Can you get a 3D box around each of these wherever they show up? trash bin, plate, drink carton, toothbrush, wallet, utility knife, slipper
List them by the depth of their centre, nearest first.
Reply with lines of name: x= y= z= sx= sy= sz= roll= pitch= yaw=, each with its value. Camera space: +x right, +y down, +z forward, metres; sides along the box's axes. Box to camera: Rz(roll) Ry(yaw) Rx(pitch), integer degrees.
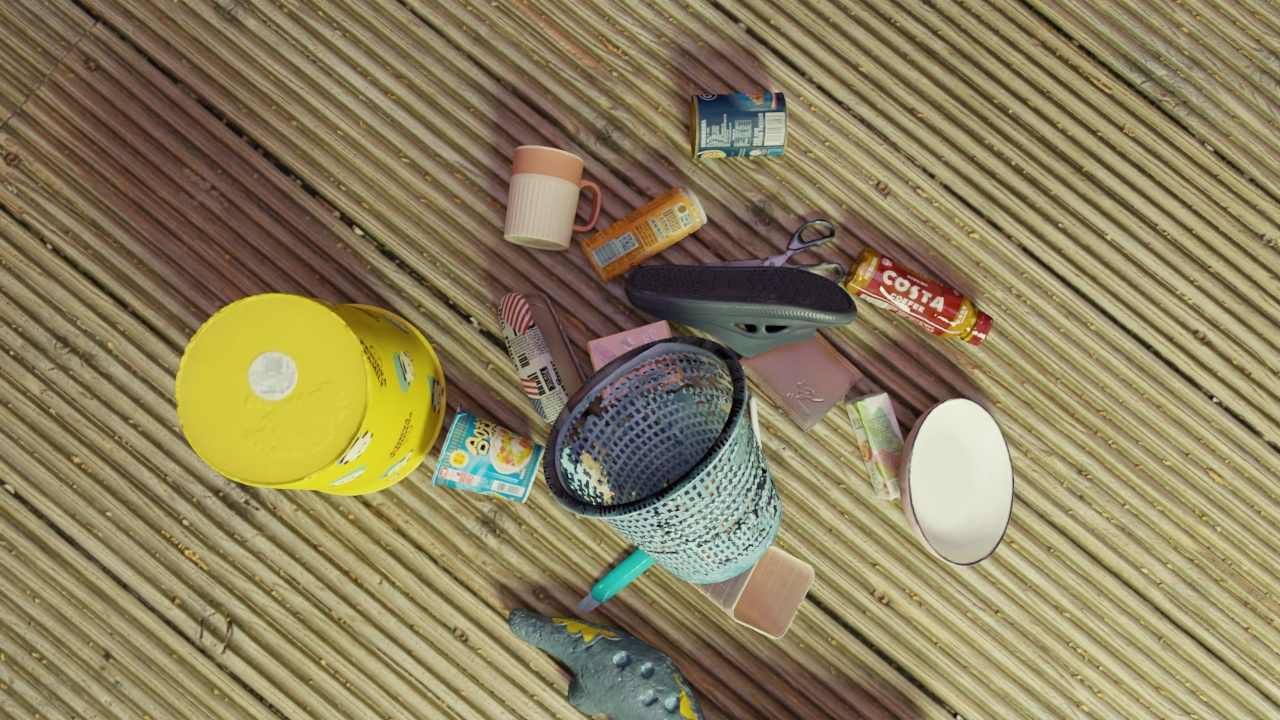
trash bin: x=0.043 y=0.121 z=0.958 sx=0.226 sy=0.226 sz=0.195 roll=-38 pitch=126 yaw=-4
trash bin: x=-0.345 y=0.037 z=0.976 sx=0.229 sy=0.255 sz=0.229 roll=0 pitch=86 yaw=-1
plate: x=0.359 y=0.139 z=1.060 sx=0.192 sy=0.039 sz=0.192 roll=4 pitch=82 yaw=-34
slipper: x=0.115 y=-0.058 z=1.077 sx=0.268 sy=0.110 sz=0.083 roll=6 pitch=122 yaw=9
drink carton: x=0.287 y=0.100 z=1.086 sx=0.045 sy=0.053 sz=0.122 roll=-18 pitch=87 yaw=-4
utility knife: x=-0.007 y=0.241 z=1.089 sx=0.174 sy=0.013 sz=0.029 roll=-40 pitch=85 yaw=0
toothbrush: x=0.140 y=0.131 z=1.100 sx=0.016 sy=0.016 sz=0.180 roll=-5 pitch=87 yaw=4
wallet: x=0.189 y=0.012 z=1.102 sx=0.124 sy=0.032 sz=0.101 roll=44 pitch=89 yaw=3

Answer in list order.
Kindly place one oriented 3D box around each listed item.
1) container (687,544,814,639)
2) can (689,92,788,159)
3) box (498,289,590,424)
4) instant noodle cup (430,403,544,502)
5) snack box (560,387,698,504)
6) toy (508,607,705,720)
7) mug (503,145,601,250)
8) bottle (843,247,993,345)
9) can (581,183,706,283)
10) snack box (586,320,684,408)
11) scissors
container: x=0.116 y=0.240 z=1.033 sx=0.090 sy=0.111 sz=0.090 roll=32 pitch=84 yaw=-33
can: x=0.118 y=-0.281 z=1.099 sx=0.111 sy=0.075 sz=0.075 roll=-2 pitch=86 yaw=-2
box: x=-0.120 y=-0.004 z=1.069 sx=0.076 sy=0.086 sz=0.163 roll=-23 pitch=89 yaw=8
instant noodle cup: x=-0.173 y=0.115 z=1.058 sx=0.110 sy=0.099 sz=0.099 roll=20 pitch=85 yaw=-7
snack box: x=-0.006 y=0.102 z=1.079 sx=0.175 sy=0.051 sz=0.074 roll=-27 pitch=88 yaw=-3
toy: x=-0.003 y=0.401 z=1.040 sx=0.138 sy=0.091 sz=0.356 roll=-38 pitch=85 yaw=9
mug: x=-0.102 y=-0.188 z=1.092 sx=0.114 sy=0.082 sz=0.106 roll=10 pitch=87 yaw=-30
bottle: x=0.333 y=-0.073 z=1.097 sx=0.175 sy=0.057 sz=0.057 roll=27 pitch=85 yaw=0
can: x=0.003 y=-0.151 z=1.095 sx=0.146 sy=0.058 sz=0.058 roll=-31 pitch=87 yaw=-3
snack box: x=-0.006 y=0.006 z=1.066 sx=0.094 sy=0.093 sz=0.077 roll=-16 pitch=87 yaw=-3
scissors: x=0.165 y=-0.123 z=1.122 sx=0.165 sy=0.014 sz=0.162 roll=30 pitch=87 yaw=4
